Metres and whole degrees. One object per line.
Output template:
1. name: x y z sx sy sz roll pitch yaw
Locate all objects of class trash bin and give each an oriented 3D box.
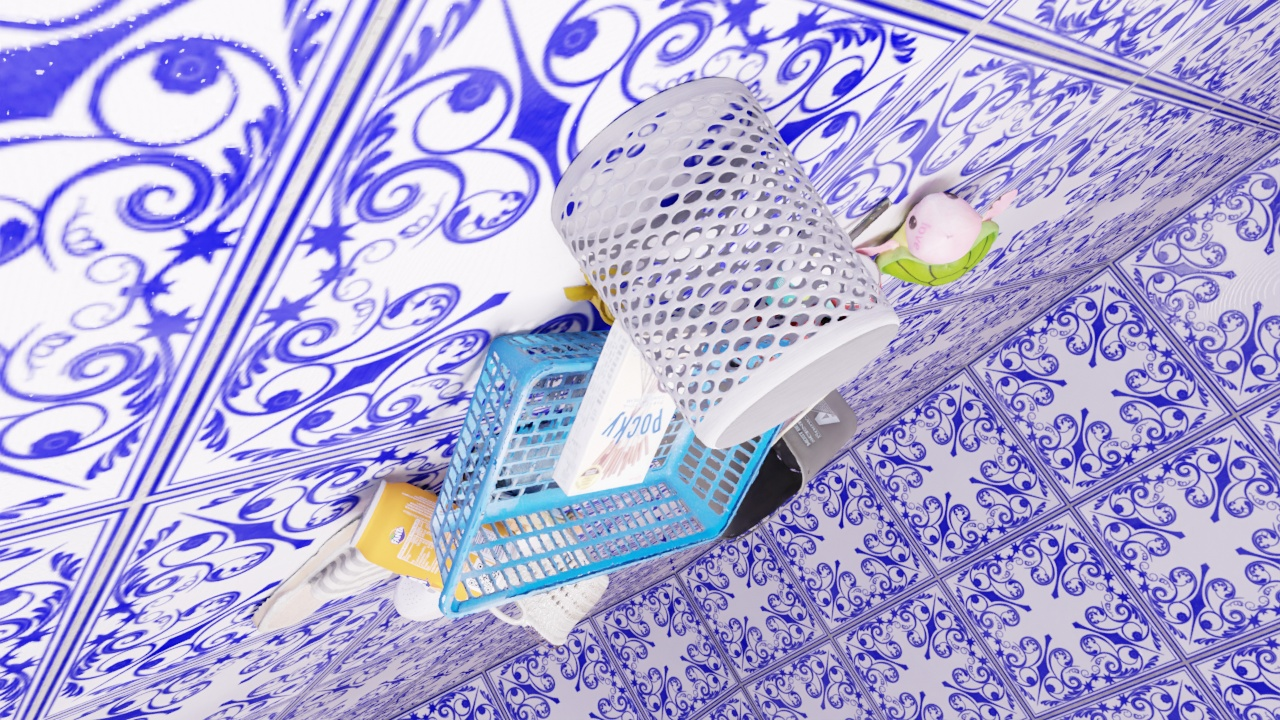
1. trash bin: 0.166 0.102 1.258 0.219 0.197 0.198 -21 161 -50
2. trash bin: 0.055 -0.056 0.587 0.156 0.183 0.157 -29 164 -10

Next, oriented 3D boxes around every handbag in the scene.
1. handbag: -0.099 0.129 0.964 0.191 0.118 0.122 -11 153 -33

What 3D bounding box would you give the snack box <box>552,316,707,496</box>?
1. snack box: -0.009 0.036 0.708 0.081 0.026 0.150 -5 127 -44

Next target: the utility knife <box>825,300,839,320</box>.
1. utility knife: 0.201 -0.068 1.016 0.015 0.022 0.147 -46 159 7

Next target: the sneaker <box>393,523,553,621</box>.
1. sneaker: -0.222 0.231 1.111 0.237 0.090 0.104 -33 155 10

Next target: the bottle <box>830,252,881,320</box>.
1. bottle: 0.259 -0.077 1.105 0.062 0.062 0.176 -34 164 7

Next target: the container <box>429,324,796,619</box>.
1. container: -0.018 0.076 0.842 0.361 0.089 0.258 -5 127 -45

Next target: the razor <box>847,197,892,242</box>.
1. razor: 0.218 -0.128 0.947 0.106 0.042 0.026 -44 160 6

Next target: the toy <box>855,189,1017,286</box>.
1. toy: 0.338 -0.134 1.043 0.190 0.087 0.238 -16 170 8

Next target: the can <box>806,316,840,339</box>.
1. can: 0.243 -0.030 1.187 0.054 0.054 0.137 -41 175 28

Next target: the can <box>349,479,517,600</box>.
1. can: -0.192 0.171 0.862 0.079 0.142 0.079 -57 -165 23

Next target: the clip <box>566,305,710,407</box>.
1. clip: -0.015 0.009 0.924 0.163 0.030 0.173 -23 160 -37

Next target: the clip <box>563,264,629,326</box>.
1. clip: -0.029 -0.051 0.712 0.054 0.048 0.046 -13 111 -50

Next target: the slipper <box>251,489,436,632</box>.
1. slipper: -0.313 0.225 0.982 0.273 0.054 0.114 -38 168 24

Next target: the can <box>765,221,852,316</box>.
1. can: 0.165 -0.090 0.912 0.054 0.055 0.102 -21 161 -32

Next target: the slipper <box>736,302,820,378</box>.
1. slipper: 0.154 -0.037 1.042 0.104 0.059 0.248 -40 178 18

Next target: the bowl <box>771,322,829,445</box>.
1. bowl: 0.196 0.015 1.049 0.218 0.060 0.189 -32 165 -47

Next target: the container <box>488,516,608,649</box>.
1. container: -0.142 0.310 1.327 0.143 0.185 0.252 -42 166 -9

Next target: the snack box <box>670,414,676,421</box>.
1. snack box: -0.029 0.094 1.148 0.150 0.027 0.082 -33 163 4

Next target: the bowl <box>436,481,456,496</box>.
1. bowl: -0.187 0.179 1.018 0.102 0.026 0.114 32 105 -37
